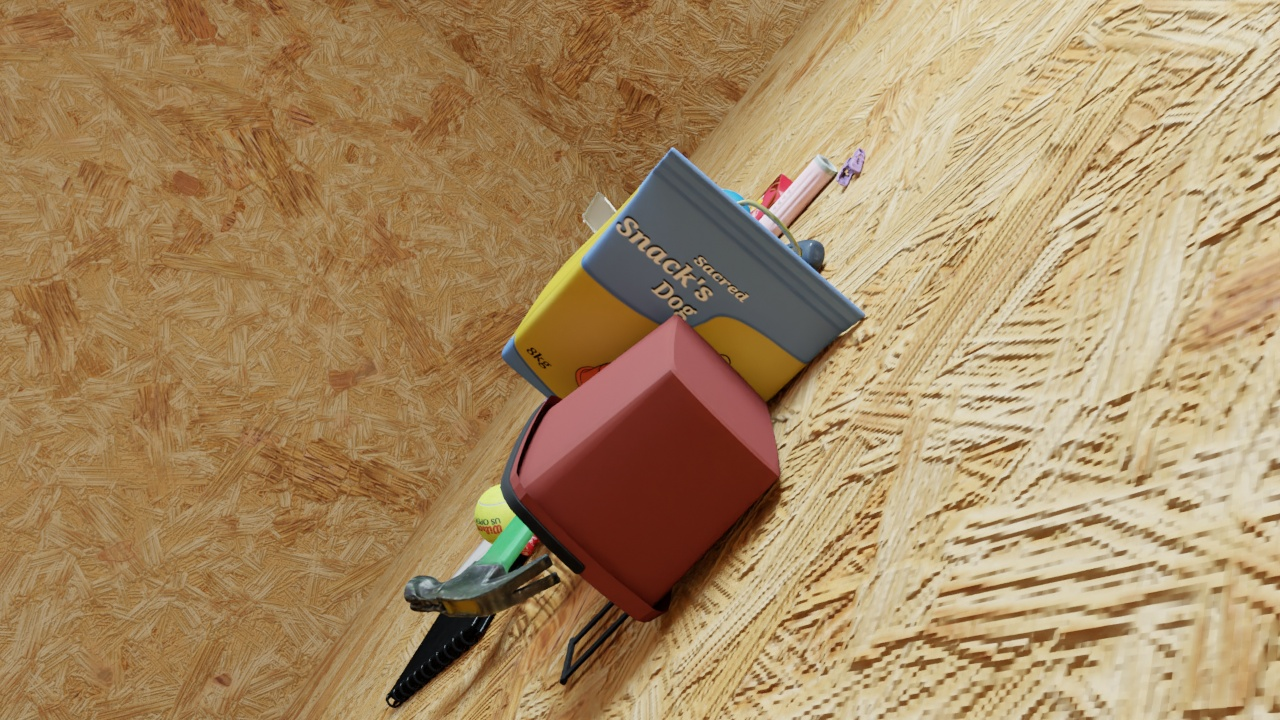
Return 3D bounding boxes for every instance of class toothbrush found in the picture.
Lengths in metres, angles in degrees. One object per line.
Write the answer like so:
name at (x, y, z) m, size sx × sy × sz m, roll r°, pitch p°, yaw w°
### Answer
toothbrush at (0.117, -0.119, 0.943) m, size 0.223 × 0.026 × 0.027 m, roll -48°, pitch 29°, yaw 26°

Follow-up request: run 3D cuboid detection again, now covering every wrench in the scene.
wrench at (0.090, -0.067, 0.827) m, size 0.274 × 0.022 × 0.073 m, roll 164°, pitch 114°, yaw -70°

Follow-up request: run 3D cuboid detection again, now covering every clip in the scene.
clip at (0.190, -0.175, 0.829) m, size 0.036 × 0.013 × 0.052 m, roll -45°, pitch 8°, yaw 36°

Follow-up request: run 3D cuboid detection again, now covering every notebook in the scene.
notebook at (-0.181, 0.222, 1.142) m, size 0.210 × 0.009 × 0.142 m, roll -45°, pitch 4°, yaw 44°
notebook at (-0.194, 0.278, 1.008) m, size 0.232 × 0.019 × 0.168 m, roll -45°, pitch 10°, yaw 40°

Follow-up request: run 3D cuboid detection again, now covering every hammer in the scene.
hammer at (-0.083, 0.122, 0.871) m, size 0.130 × 0.032 × 0.317 m, roll -8°, pitch 26°, yaw 31°

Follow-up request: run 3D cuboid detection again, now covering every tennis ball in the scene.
tennis ball at (-0.138, 0.160, 0.949) m, size 0.065 × 0.065 × 0.065 m, roll -51°, pitch 8°, yaw 10°

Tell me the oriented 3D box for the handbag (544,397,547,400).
handbag at (-0.063, 0.062, 1.081) m, size 0.144 × 0.068 × 0.170 m, roll -53°, pitch 15°, yaw -2°

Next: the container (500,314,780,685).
container at (-0.021, 0.083, 0.542) m, size 0.201 × 0.127 × 0.148 m, roll -43°, pitch 10°, yaw 15°

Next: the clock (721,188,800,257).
clock at (0.067, -0.070, 0.722) m, size 0.060 × 0.117 × 0.162 m, roll -43°, pitch 4°, yaw -27°

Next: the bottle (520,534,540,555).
bottle at (-0.091, 0.142, 0.926) m, size 0.042 × 0.042 × 0.141 m, roll -46°, pitch 11°, yaw 36°

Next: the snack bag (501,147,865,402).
snack bag at (0.024, -0.028, 0.610) m, size 0.206 × 0.159 × 0.102 m, roll -41°, pitch 13°, yaw 47°

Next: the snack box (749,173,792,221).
snack box at (0.131, -0.150, 1.020) m, size 0.089 × 0.021 × 0.132 m, roll -48°, pitch 9°, yaw 30°

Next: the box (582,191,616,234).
box at (-0.040, -0.075, 1.053) m, size 0.100 × 0.186 × 0.145 m, roll -36°, pitch -6°, yaw -29°
